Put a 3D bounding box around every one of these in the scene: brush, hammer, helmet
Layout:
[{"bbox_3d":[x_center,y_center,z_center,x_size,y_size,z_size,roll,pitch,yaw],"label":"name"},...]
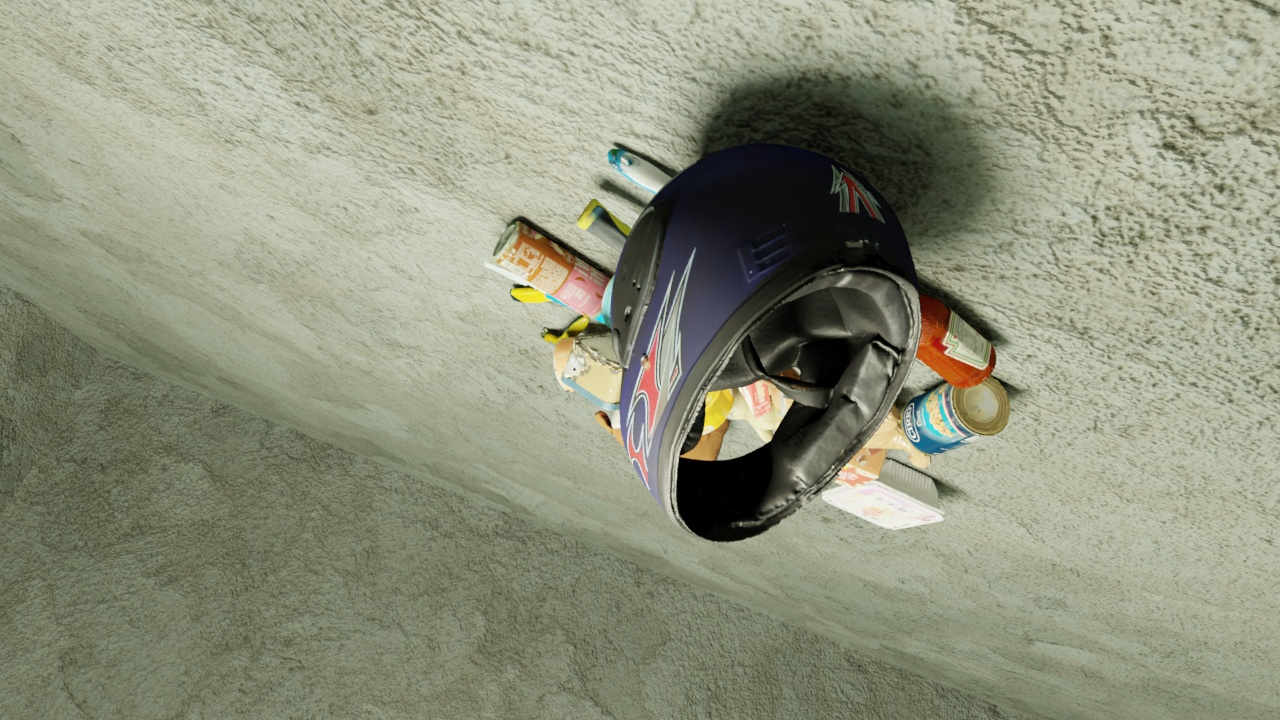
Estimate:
[{"bbox_3d":[0.098,-0.112,0.928,0.314,0.060,0.110,26,154,-3],"label":"brush"},{"bbox_3d":[0.074,-0.063,0.964,0.323,0.125,0.032,34,119,-11],"label":"hammer"},{"bbox_3d":[0.086,-0.033,0.795,0.247,0.316,0.240,9,-149,-29],"label":"helmet"}]

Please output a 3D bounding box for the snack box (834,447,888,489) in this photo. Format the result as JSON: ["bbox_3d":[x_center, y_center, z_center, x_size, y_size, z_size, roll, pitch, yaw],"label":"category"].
[{"bbox_3d":[0.281,0.120,1.273,0.094,0.077,0.093,22,159,-1],"label":"snack box"}]

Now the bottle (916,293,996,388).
[{"bbox_3d":[0.272,-0.042,0.911,0.206,0.059,0.060,33,157,-26],"label":"bottle"}]

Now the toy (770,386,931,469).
[{"bbox_3d":[0.268,0.070,1.159,0.226,0.082,0.143,26,178,-21],"label":"toy"}]

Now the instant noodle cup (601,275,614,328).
[{"bbox_3d":[0.023,-0.056,1.071,0.120,0.111,0.111,20,161,28],"label":"instant noodle cup"}]

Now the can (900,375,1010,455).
[{"bbox_3d":[0.360,0.062,1.053,0.075,0.075,0.111,25,159,-7],"label":"can"}]

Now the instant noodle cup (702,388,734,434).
[{"bbox_3d":[0.059,0.035,1.224,0.138,0.138,0.110,13,166,24],"label":"instant noodle cup"}]

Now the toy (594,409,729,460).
[{"bbox_3d":[0.038,0.098,1.418,0.199,0.130,0.140,8,165,-27],"label":"toy"}]

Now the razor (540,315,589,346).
[{"bbox_3d":[-0.106,-0.042,1.340,0.043,0.028,0.133,33,155,-18],"label":"razor"}]

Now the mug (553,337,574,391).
[{"bbox_3d":[-0.050,-0.002,1.284,0.123,0.078,0.078,-8,148,25],"label":"mug"}]

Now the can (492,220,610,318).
[{"bbox_3d":[-0.105,-0.110,1.121,0.147,0.057,0.058,31,158,-22],"label":"can"}]

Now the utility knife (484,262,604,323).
[{"bbox_3d":[-0.100,-0.081,1.185,0.236,0.018,0.034,22,165,-31],"label":"utility knife"}]

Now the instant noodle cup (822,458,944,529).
[{"bbox_3d":[0.374,0.201,1.408,0.138,0.060,0.174,25,158,-7],"label":"instant noodle cup"}]

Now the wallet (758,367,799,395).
[{"bbox_3d":[0.137,-0.010,1.039,0.131,0.107,0.031,18,125,-47],"label":"wallet"}]

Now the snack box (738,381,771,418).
[{"bbox_3d":[0.135,0.011,1.164,0.025,0.075,0.153,-25,152,-1],"label":"snack box"}]

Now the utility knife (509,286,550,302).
[{"bbox_3d":[-0.121,-0.091,1.244,0.164,0.015,0.033,1,159,41],"label":"utility knife"}]

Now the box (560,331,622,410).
[{"bbox_3d":[-0.007,0.006,1.104,0.090,0.061,0.183,33,-158,32],"label":"box"}]

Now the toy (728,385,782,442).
[{"bbox_3d":[0.176,0.080,1.261,0.157,0.066,0.105,33,142,42],"label":"toy"}]

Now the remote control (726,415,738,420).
[{"bbox_3d":[0.103,0.051,1.364,0.135,0.019,0.056,32,157,-24],"label":"remote control"}]
